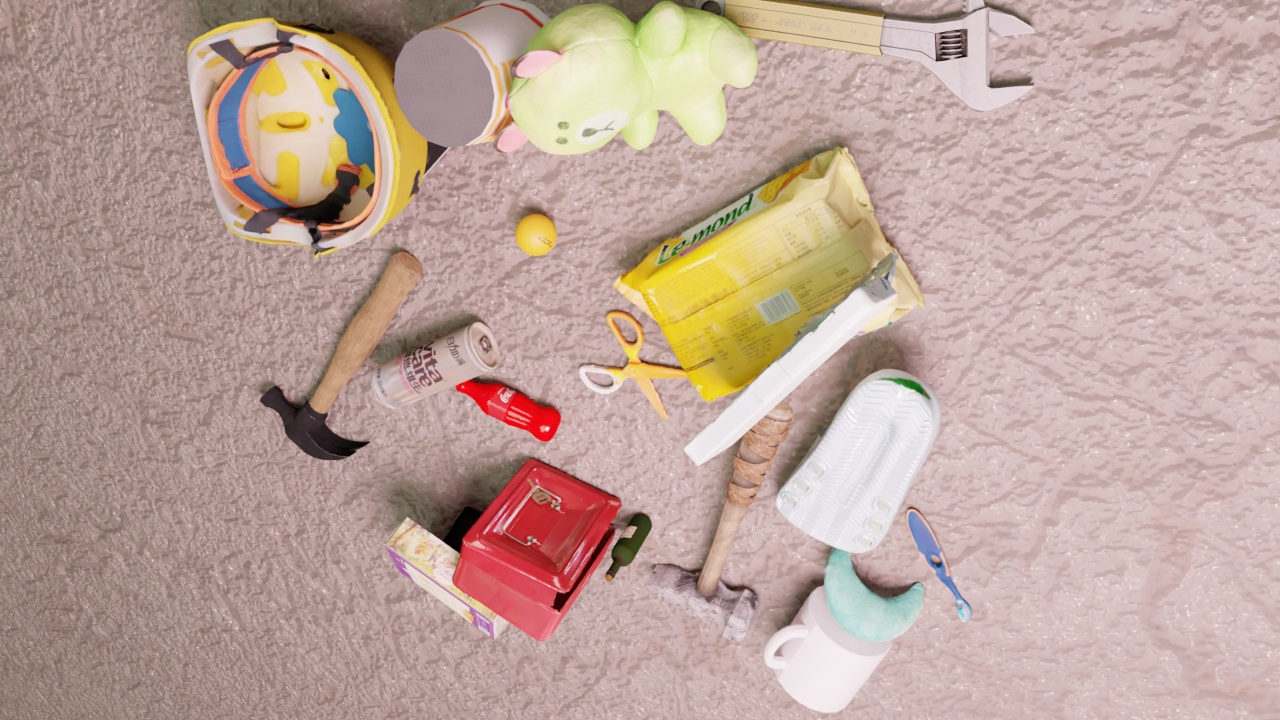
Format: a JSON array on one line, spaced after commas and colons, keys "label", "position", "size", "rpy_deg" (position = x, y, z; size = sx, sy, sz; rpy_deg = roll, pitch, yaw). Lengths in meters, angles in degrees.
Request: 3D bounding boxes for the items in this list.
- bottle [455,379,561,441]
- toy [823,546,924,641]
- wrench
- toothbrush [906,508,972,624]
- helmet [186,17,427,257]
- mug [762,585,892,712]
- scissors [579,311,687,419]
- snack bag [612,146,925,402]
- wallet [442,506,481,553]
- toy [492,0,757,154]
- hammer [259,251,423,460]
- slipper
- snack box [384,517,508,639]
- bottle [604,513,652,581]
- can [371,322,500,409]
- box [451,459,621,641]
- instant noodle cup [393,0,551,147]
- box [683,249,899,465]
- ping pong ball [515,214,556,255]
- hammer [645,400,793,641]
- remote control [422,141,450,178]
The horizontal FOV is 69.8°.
[{"label": "bottle", "position": [-0.145, 0.049, 0.990], "size": [0.119, 0.036, 0.036], "rpy_deg": [24, 121, 10]}, {"label": "toy", "position": [0.226, 0.235, 0.907], "size": [0.105, 0.084, 0.033], "rpy_deg": [31, 150, 3]}, {"label": "wrench", "position": [0.172, -0.256, 0.726], "size": [0.273, 0.018, 0.084], "rpy_deg": [13, 118, 16]}, {"label": "toothbrush", "position": [0.293, 0.202, 0.898], "size": [0.022, 0.017, 0.135], "rpy_deg": [-24, 103, 27]}, {"label": "helmet", "position": [-0.286, -0.215, 0.859], "size": [0.240, 0.139, 0.209], "rpy_deg": [9, 117, 20]}, {"label": "mug", "position": [0.181, 0.292, 0.931], "size": [0.121, 0.091, 0.090], "rpy_deg": [8, 124, -24]}, {"label": "scissors", "position": [-0.010, 0.010, 0.932], "size": [0.128, 0.011, 0.125], "rpy_deg": [-25, 102, 31]}, {"label": "snack bag", "position": [0.110, -0.062, 0.815], "size": [0.248, 0.068, 0.159], "rpy_deg": [-27, 104, 30]}, {"label": "wallet", "position": [-0.198, 0.233, 1.105], "size": [0.089, 0.026, 0.115], "rpy_deg": [38, 123, 2]}, {"label": "toy", "position": [-0.017, -0.230, 0.740], "size": [0.196, 0.107, 0.150], "rpy_deg": [0, 160, -13]}, {"label": "hammer", "position": [-0.325, -0.003, 1.041], "size": [0.132, 0.040, 0.306], "rpy_deg": [43, 121, 2]}, {"label": "slipper", "position": [0.206, 0.092, 0.842], "size": [0.104, 0.074, 0.246], "rpy_deg": [33, 139, 14]}, {"label": "snack box", "position": [-0.213, 0.250, 1.037], "size": [0.148, 0.040, 0.144], "rpy_deg": [34, 156, 7]}, {"label": "bottle", "position": [-0.015, 0.199, 0.968], "size": [0.025, 0.105, 0.025], "rpy_deg": [9, 117, 18]}, {"label": "can", "position": [-0.220, 0.007, 0.979], "size": [0.136, 0.054, 0.054], "rpy_deg": [-21, 105, 21]}, {"label": "box", "position": [-0.108, 0.198, 0.978], "size": [0.129, 0.157, 0.093], "rpy_deg": [29, 127, 9]}, {"label": "instant noodle cup", "position": [-0.140, -0.244, 0.797], "size": [0.123, 0.120, 0.123], "rpy_deg": [9, 117, 18]}, {"label": "box", "position": [0.123, 0.000, 0.720], "size": [0.041, 0.134, 0.198], "rpy_deg": [49, 122, 7]}, {"label": "ping pong ball", "position": [-0.101, -0.122, 0.888], "size": [0.040, 0.040, 0.040], "rpy_deg": [9, 117, 18]}, {"label": "hammer", "position": [0.089, 0.156, 0.911], "size": [0.121, 0.048, 0.320], "rpy_deg": [25, 131, 15]}, {"label": "remote control", "position": [-0.235, -0.200, 0.923], "size": [0.147, 0.008, 0.045], "rpy_deg": [-38, 96, 31]}]
